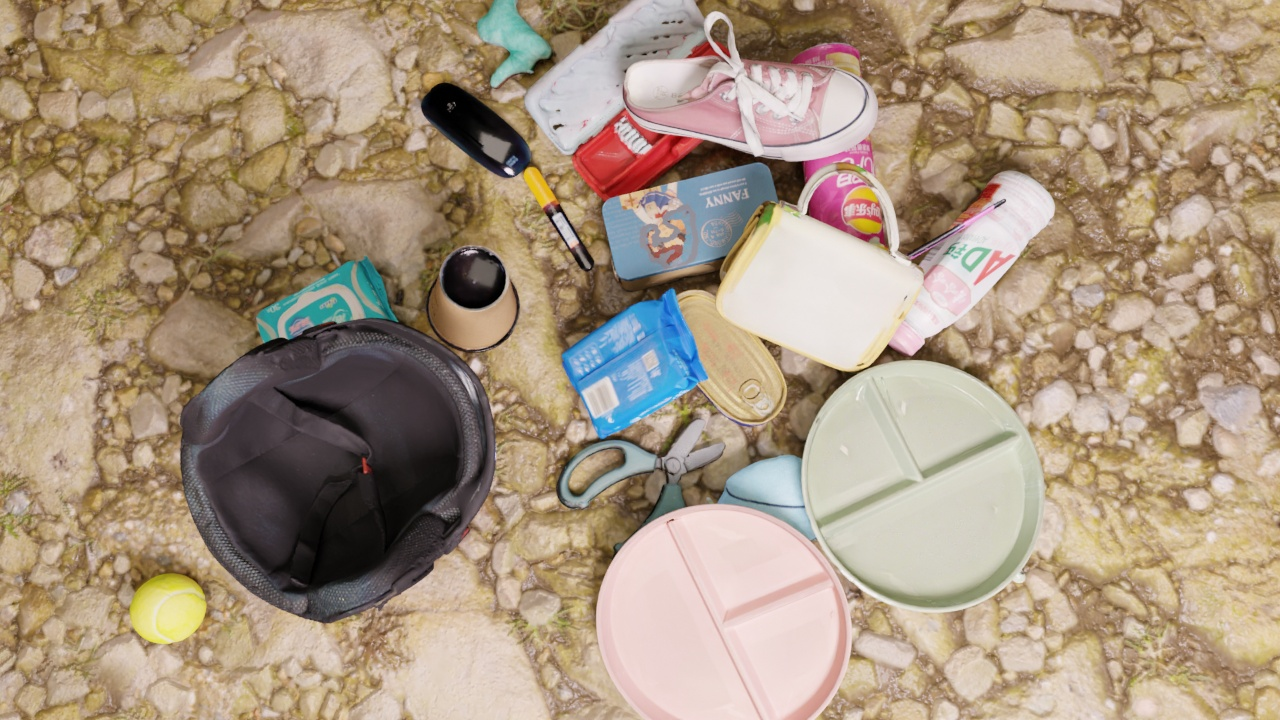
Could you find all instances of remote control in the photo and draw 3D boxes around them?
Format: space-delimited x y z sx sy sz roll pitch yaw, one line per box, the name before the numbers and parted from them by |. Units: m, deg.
remote control | -0.173 -0.242 0.953 0.136 0.024 0.053 39 86 9

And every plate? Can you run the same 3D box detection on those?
plate | 0.256 0.113 0.841 0.230 0.027 0.230 1 77 -6
plate | 0.074 0.239 0.833 0.230 0.028 0.229 1 97 9

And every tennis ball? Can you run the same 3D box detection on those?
tennis ball | -0.450 0.237 0.876 0.065 0.065 0.065 -1 81 4

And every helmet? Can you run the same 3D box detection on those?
helmet | -0.251 0.084 0.804 0.274 0.230 0.233 -32 95 -1

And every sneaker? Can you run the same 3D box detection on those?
sneaker | 0.097 -0.243 0.841 0.241 0.088 0.118 9 87 9

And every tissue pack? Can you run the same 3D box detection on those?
tissue pack | -0.307 -0.035 0.916 0.133 0.050 0.093 -31 80 -2
tissue pack | -0.005 0.005 0.861 0.158 0.052 0.095 -32 77 37

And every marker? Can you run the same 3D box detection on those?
marker | -0.083 -0.144 0.937 0.018 0.015 0.124 -32 83 0

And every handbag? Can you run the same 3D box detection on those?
handbag | 0.171 -0.092 0.826 0.163 0.063 0.179 23 127 -9

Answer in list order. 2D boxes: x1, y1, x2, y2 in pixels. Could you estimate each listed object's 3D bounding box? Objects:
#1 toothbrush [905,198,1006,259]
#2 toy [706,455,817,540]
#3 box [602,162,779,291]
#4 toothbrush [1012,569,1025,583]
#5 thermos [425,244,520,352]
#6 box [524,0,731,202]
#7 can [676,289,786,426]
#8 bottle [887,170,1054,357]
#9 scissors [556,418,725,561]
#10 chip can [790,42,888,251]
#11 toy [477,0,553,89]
toothbrush | 0.257 -0.102 0.871 0.190 0.014 0.017 -33 72 23
toy | 0.141 0.137 0.859 0.156 0.050 0.161 20 85 -1
box | 0.057 -0.130 0.901 0.184 0.063 0.089 -16 81 3
toothbrush | 0.297 0.132 0.865 0.189 0.029 0.020 52 131 8
thermos | -0.159 -0.061 0.870 0.093 0.143 0.093 1 81 -10
box | 0.001 -0.268 0.927 0.201 0.063 0.160 -41 98 -2
can | 0.079 0.000 0.885 0.074 0.049 0.148 -39 81 -2
bottle | 0.307 -0.088 0.876 0.068 0.068 0.197 41 89 9
scissors | -0.005 0.113 0.889 0.172 0.019 0.176 29 86 8
chip can | 0.192 -0.197 0.897 0.071 0.071 0.210 -6 80 3
toy | -0.136 -0.334 0.963 0.092 0.030 0.096 44 92 11
